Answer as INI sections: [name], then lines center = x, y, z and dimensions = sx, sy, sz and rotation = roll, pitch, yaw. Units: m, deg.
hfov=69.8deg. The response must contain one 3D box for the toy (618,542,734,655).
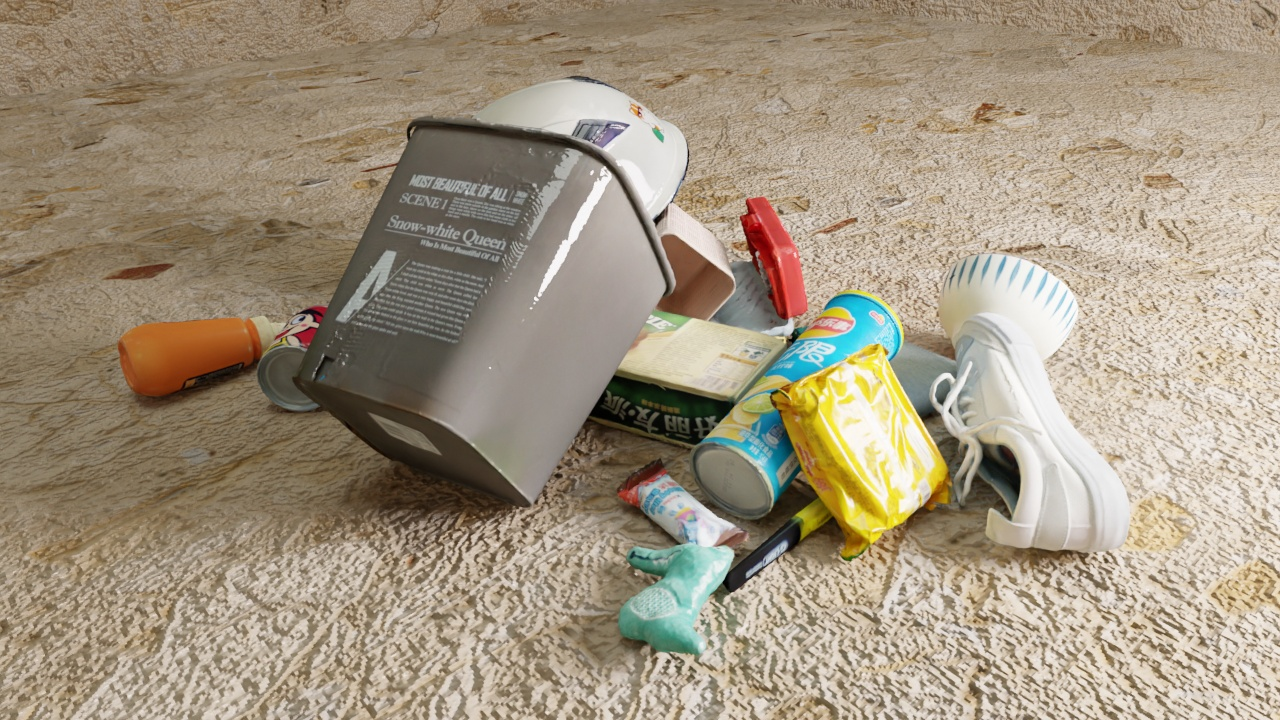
[toy]
center = 0.020, 0.143, 0.575
dimensions = 0.097, 0.030, 0.091
rotation = 4, 32, 38

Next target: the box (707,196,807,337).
[box]
center = 0.101, -0.094, 0.928
dimensions = 0.100, 0.094, 0.200
rotation = -13, 24, 3

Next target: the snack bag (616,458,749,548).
[snack bag]
center = 0.027, 0.108, 0.645
dimensions = 0.045, 0.026, 0.105
rotation = -25, 39, -28

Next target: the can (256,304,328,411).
[can]
center = -0.299, -0.005, 0.833
dimensions = 0.066, 0.067, 0.093
rotation = -2, 28, 0

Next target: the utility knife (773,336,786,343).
[utility knife]
center = 0.132, -0.038, 0.915
dimensions = 0.031, 0.019, 0.182
rotation = -1, 22, 13

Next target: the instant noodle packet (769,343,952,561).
[instant noodle packet]
center = 0.155, 0.061, 0.641
dimensions = 0.110, 0.128, 0.044
rotation = -23, -4, -32

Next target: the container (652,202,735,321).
[container]
center = 0.033, -0.090, 0.896
dimensions = 0.090, 0.090, 0.110
rotation = 35, 24, -15

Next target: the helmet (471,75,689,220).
[helmet]
center = -0.105, -0.184, 0.916
dimensions = 0.275, 0.157, 0.229
rotation = -31, 43, 22

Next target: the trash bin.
[trash bin]
center = -0.116, -0.031, 0.680
dimensions = 0.199, 0.199, 0.219
rotation = 14, 65, 26

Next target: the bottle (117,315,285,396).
[bottle]
center = -0.403, -0.012, 0.863
dimensions = 0.149, 0.067, 0.067
rotation = -17, 31, -39

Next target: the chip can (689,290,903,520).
[chip can]
center = 0.123, 0.028, 0.703
dimensions = 0.071, 0.071, 0.209
rotation = 19, 46, 34

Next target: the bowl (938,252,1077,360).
[bowl]
center = 0.318, -0.033, 0.815
dimensions = 0.116, 0.116, 0.066
rotation = 18, 65, 32

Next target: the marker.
[marker]
center = 0.098, 0.122, 0.624
dimensions = 0.123, 0.018, 0.015
rotation = -28, 33, -37

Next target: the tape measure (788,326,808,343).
[tape measure]
center = 0.176, -0.017, 0.867
dimensions = 0.054, 0.025, 0.058
rotation = -11, 31, -15

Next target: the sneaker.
[sneaker]
center = 0.263, 0.050, 0.686
dimensions = 0.091, 0.090, 0.241
rotation = -6, 35, 2

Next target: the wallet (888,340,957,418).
[wallet]
center = 0.210, 0.016, 0.794
dimensions = 0.129, 0.037, 0.106
rotation = -22, 35, -33

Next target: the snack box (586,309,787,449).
[snack box]
center = -0.005, 0.005, 0.800
dimensions = 0.240, 0.063, 0.114
rotation = 13, 32, 26
